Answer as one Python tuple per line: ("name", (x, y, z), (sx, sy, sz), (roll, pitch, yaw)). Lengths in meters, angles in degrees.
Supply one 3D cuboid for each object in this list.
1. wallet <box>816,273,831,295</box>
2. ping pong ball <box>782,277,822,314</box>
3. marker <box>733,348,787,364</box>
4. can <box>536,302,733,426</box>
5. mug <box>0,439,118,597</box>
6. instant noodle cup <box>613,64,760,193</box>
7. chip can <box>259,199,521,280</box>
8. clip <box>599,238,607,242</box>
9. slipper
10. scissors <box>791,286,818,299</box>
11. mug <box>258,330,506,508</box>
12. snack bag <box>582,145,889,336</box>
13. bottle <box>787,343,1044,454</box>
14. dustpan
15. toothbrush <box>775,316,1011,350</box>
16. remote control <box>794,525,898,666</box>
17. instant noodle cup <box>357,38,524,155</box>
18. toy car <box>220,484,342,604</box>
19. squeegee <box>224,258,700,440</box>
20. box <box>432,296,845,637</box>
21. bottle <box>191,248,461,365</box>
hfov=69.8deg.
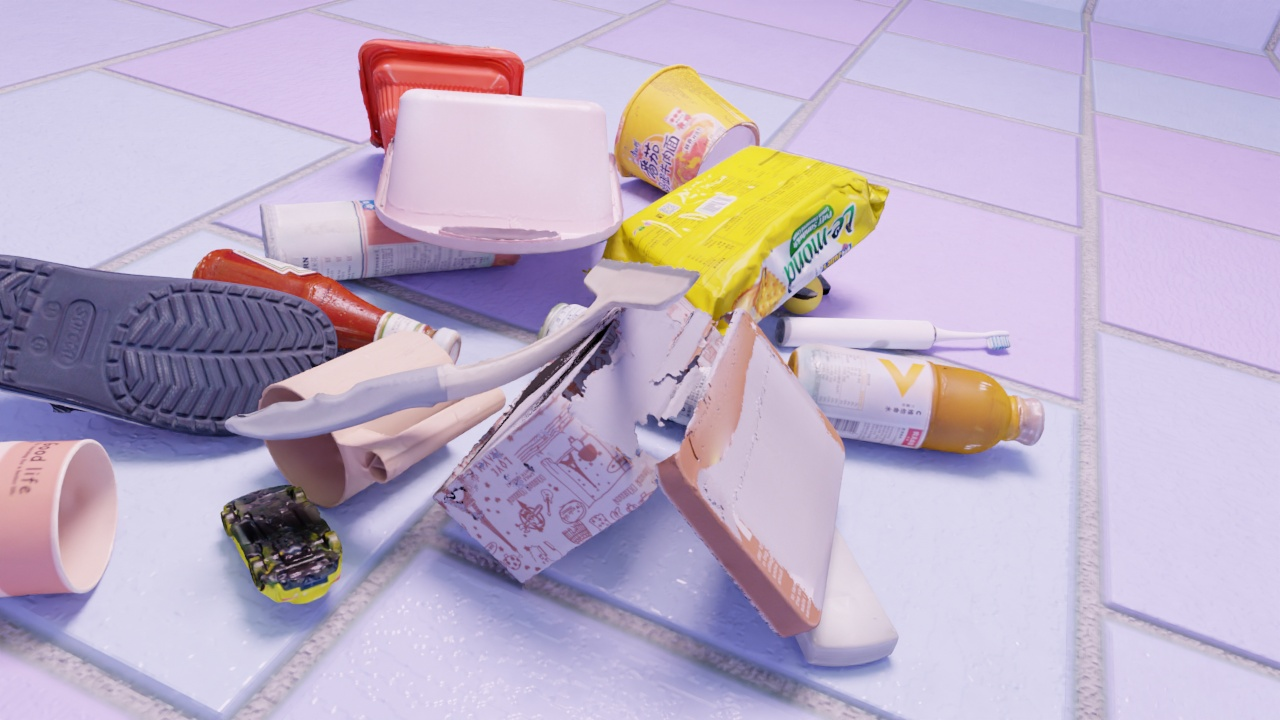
("wallet", (0.116, -0.092, 0.904), (0.120, 0.019, 0.097), (-1, 37, -16))
("ping pong ball", (0.147, -0.063, 0.844), (0.040, 0.040, 0.040), (6, 34, -4))
("marker", (0.099, 0.002, 0.759), (0.124, 0.018, 0.015), (21, 37, 19))
("can", (-0.004, 0.004, 0.698), (0.147, 0.058, 0.058), (20, 36, 17))
("mug", (-0.351, 0.082, 0.501), (0.106, 0.082, 0.114), (-1, 8, -11))
("instant noodle cup", (0.057, -0.237, 1.010), (0.137, 0.138, 0.110), (-26, 56, -40))
("chip can", (-0.216, -0.108, 0.807), (0.214, 0.071, 0.071), (-8, 37, -23))
("clip", (-0.021, -0.129, 0.929), (0.050, 0.015, 0.056), (25, 39, 27))
("slipper", (-0.340, -0.005, 0.617), (0.252, 0.105, 0.095), (9, -10, -23))
("scissors", (0.076, -0.083, 0.845), (0.170, 0.019, 0.178), (-19, 37, -9))
("mug", (-0.161, 0.036, 0.583), (0.125, 0.084, 0.103), (6, 26, 36))
("snack bag", (0.084, -0.113, 0.812), (0.245, 0.068, 0.158), (-37, 44, -29))
("bottle", (0.204, 0.032, 0.693), (0.189, 0.068, 0.067), (9, 34, 1))
("dustpan", (-0.126, -0.148, 0.813), (0.222, 0.139, 0.273), (1, 0, -6))
("toothbrush", (0.229, -0.023, 0.817), (0.221, 0.027, 0.026), (1, 73, -11))
("remote control", (0.107, 0.130, 0.571), (0.056, 0.019, 0.135), (-2, 34, -15))
("instant noodle cup", (-0.206, -0.248, 0.958), (0.164, 0.189, 0.079), (1, 70, -9))
("toy car", (-0.207, 0.106, 0.530), (0.048, 0.032, 0.105), (-17, 30, -32))
("squeegee", (-0.105, 0.005, 0.515), (0.246, 0.039, 0.246), (-22, 12, -9))
("box", (0.019, 0.067, 0.571), (0.193, 0.157, 0.182), (46, 36, -9))
("bottle", (-0.239, -0.033, 0.705), (0.206, 0.060, 0.059), (16, 35, 5))
